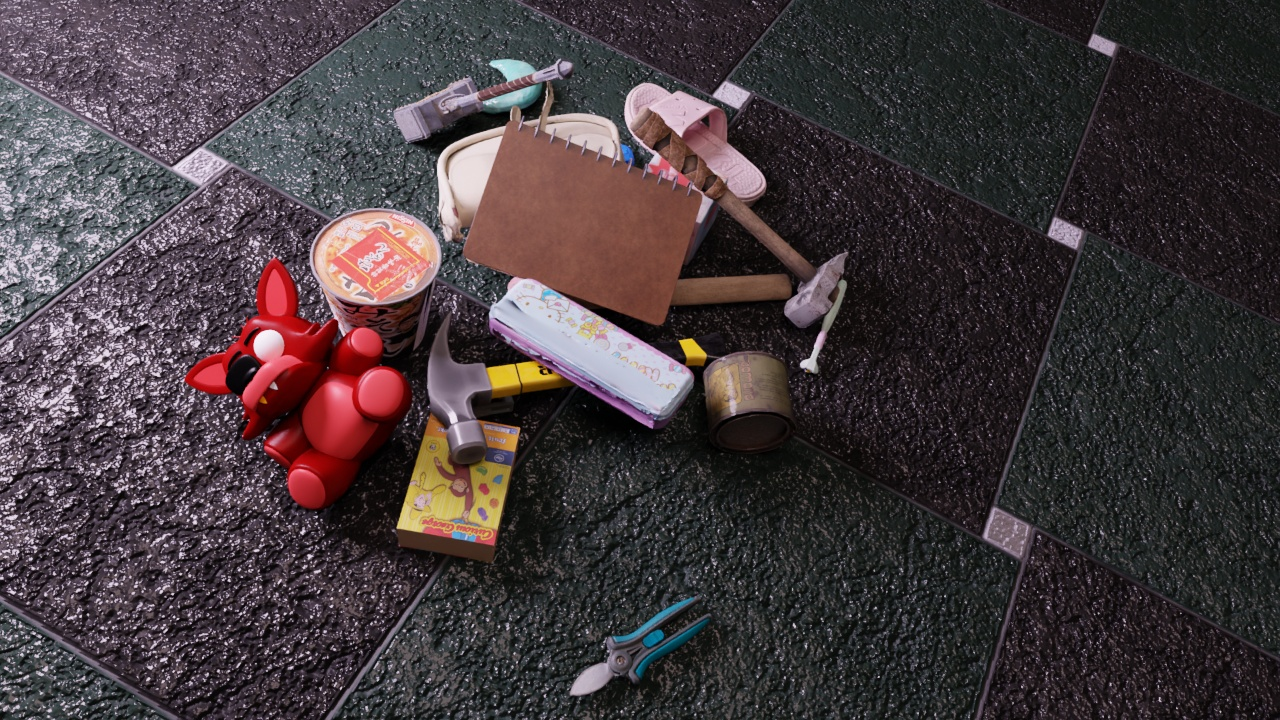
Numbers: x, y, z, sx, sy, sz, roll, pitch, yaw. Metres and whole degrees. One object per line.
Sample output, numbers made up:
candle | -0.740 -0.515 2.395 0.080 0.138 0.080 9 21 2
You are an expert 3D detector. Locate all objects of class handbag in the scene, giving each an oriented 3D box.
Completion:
handbag | -0.123 -0.223 1.049 0.229 0.132 0.184 -10 39 -11

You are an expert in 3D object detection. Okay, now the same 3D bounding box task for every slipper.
slipper | 0.071 -0.294 1.202 0.094 0.065 0.239 -35 70 -29

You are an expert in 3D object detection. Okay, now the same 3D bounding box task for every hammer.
hammer | 0.115 -0.174 1.063 0.318 0.049 0.121 40 51 -12
hammer | -0.060 0.005 0.946 0.324 0.034 0.169 -9 53 -20
hammer | -0.169 -0.305 1.046 0.098 0.044 0.323 -37 25 -30
hammer | 0.025 -0.077 1.051 0.330 0.031 0.119 -5 87 -23

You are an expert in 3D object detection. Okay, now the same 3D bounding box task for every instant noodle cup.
instant noodle cup | -0.266 -0.069 0.942 0.123 0.122 0.123 5 55 -8

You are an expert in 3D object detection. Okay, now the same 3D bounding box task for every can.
can | 0.113 0.046 0.958 0.090 0.090 0.074 3 56 -9

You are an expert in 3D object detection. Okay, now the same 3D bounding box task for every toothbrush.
toothbrush | 0.221 -0.043 1.087 0.022 0.015 0.154 26 54 4

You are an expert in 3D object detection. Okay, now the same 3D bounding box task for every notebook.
notebook | -0.058 -0.150 0.986 0.225 0.024 0.167 19 83 -11

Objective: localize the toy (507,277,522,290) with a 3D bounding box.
toy | -0.104 -0.103 1.044 0.108 0.053 0.105 21 66 0

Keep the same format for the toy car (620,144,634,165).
toy car | -0.050 -0.277 1.166 0.092 0.062 0.033 -6 57 -15

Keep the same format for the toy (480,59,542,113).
toy | -0.173 -0.364 1.224 0.085 0.033 0.105 9 54 9

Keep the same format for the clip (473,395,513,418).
clip | -0.169 0.046 0.944 0.076 0.023 0.044 -12 57 -21

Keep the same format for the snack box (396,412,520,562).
snack box | -0.172 0.120 0.880 0.088 0.040 0.125 11 54 -4

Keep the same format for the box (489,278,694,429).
box | -0.051 -0.010 0.920 0.214 0.033 0.076 30 48 12

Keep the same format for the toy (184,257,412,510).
toy | -0.317 0.024 0.859 0.197 0.120 0.158 40 100 4

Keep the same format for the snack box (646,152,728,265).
snack box | 0.041 -0.188 1.111 0.095 0.080 0.092 26 55 7

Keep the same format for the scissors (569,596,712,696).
scissors | 0.005 0.265 0.828 0.138 0.019 0.136 19 53 1
